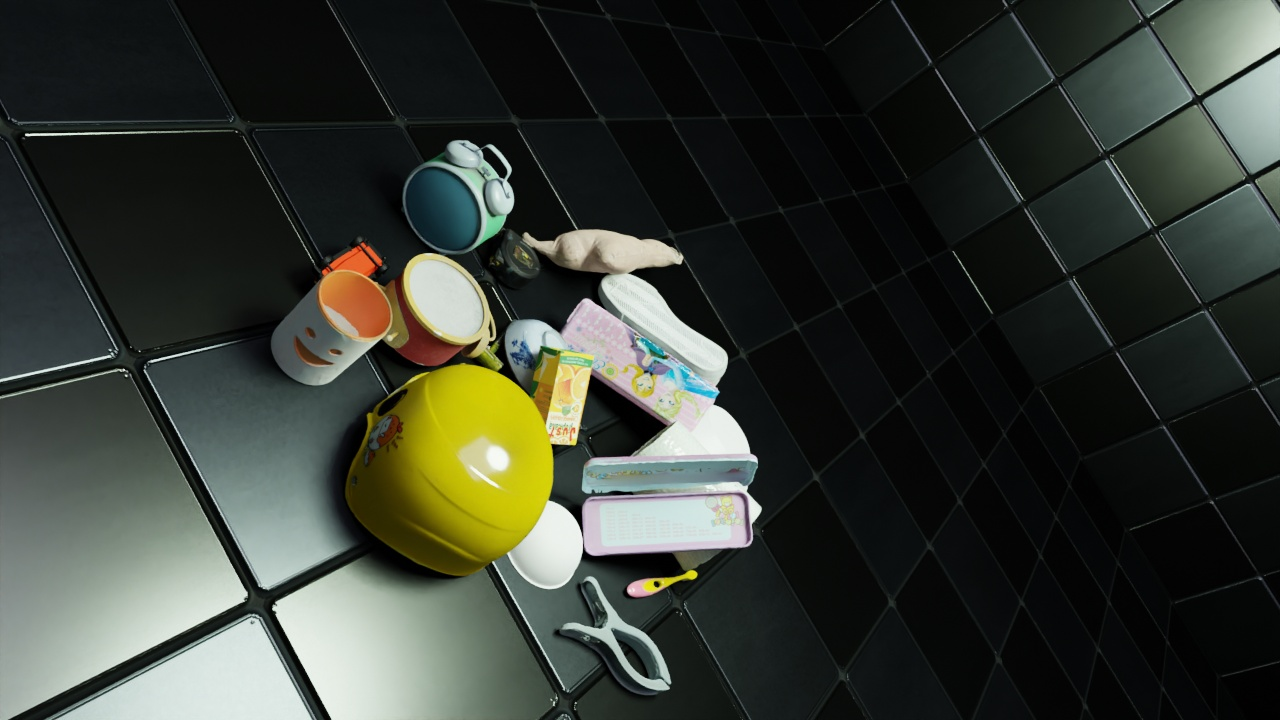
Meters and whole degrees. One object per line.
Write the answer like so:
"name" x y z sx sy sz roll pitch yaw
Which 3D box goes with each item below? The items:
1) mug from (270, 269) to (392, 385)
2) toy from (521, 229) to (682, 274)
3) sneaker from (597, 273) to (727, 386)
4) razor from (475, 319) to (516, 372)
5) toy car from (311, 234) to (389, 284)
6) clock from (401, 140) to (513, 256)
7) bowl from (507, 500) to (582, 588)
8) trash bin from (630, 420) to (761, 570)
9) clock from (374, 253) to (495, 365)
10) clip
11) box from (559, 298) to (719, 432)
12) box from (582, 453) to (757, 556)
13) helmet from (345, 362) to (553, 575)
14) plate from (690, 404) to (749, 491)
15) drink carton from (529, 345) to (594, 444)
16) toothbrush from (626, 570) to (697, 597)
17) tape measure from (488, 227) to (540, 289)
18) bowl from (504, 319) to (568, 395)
"mug" -0.319 -0.032 0.944 0.082 0.106 0.082 31 41 -32
"toy" -0.049 -0.173 1.417 0.196 0.065 0.263 17 14 12
"sneaker" 0.022 -0.033 1.388 0.242 0.091 0.089 41 51 18
"razor" -0.181 -0.025 1.183 0.042 0.026 0.105 46 32 -11
"toy car" -0.329 -0.100 1.037 0.051 0.049 0.100 50 35 -10
"clock" -0.221 -0.211 1.158 0.122 0.162 0.075 50 36 -8
"bowl" -0.103 0.206 1.070 0.110 0.041 0.109 31 42 -32
"trash bin" 0.059 0.175 1.225 0.161 0.134 0.133 51 34 2
"clock" -0.237 -0.052 1.081 0.158 0.081 0.117 6 58 -50
"clip" -0.024 0.327 1.082 0.162 0.027 0.090 43 35 -20
"box" -0.008 0.007 1.293 0.230 0.084 0.090 34 3 -5
"box" 0.035 0.170 1.127 0.214 0.140 0.062 -1 20 -8
"helmet" -0.173 0.096 0.963 0.209 0.140 0.239 36 49 -26
"plate" 0.117 0.117 1.353 0.174 0.036 0.173 40 28 -27
"drink carton" -0.104 0.047 1.147 0.058 0.041 0.122 9 95 -49
"toothbrush" 0.027 0.288 1.187 0.135 0.016 0.021 1 64 -48
"tape measure" -0.174 -0.137 1.264 0.072 0.042 0.071 39 35 -28
"bowl" -0.124 -0.007 1.193 0.114 0.045 0.114 46 31 -38
